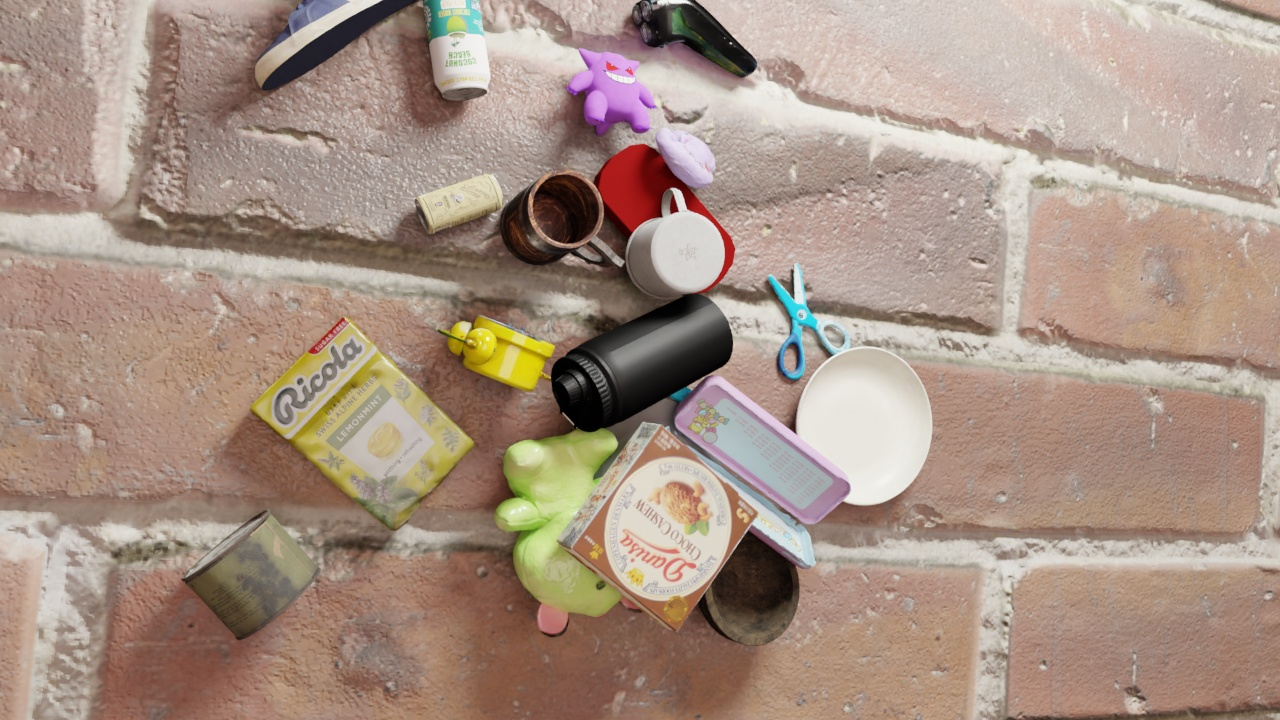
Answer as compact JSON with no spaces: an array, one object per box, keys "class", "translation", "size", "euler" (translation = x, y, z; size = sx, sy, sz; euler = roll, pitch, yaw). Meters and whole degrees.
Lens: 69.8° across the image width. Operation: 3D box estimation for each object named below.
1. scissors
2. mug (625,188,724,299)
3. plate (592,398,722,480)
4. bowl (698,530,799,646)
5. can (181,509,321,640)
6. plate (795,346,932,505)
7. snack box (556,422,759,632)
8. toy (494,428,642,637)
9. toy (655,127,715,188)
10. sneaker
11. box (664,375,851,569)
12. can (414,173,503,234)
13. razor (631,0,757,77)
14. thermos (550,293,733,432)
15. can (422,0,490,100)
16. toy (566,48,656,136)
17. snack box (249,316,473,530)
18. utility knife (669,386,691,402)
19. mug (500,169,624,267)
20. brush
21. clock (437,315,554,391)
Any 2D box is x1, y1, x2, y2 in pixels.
[{"class":"scissors","translation":[0.178,-0.041,1.053],"size":[0.118,0.013,0.140],"euler":[-44,106,-14]},{"class":"mug","translation":[0.035,-0.120,0.924],"size":[0.084,0.071,0.113],"euler":[2,90,-20]},{"class":"plate","translation":[0.010,0.128,0.986],"size":[0.178,0.012,0.178],"euler":[0,89,-20]},{"class":"bowl","translation":[0.107,0.245,0.995],"size":[0.121,0.056,0.121],"euler":[7,74,-26]},{"class":"can","translation":[-0.342,0.190,0.813],"size":[0.089,0.090,0.074],"euler":[-40,103,-17]},{"class":"plate","translation":[0.254,0.075,1.066],"size":[0.182,0.034,0.182],"euler":[0,89,-20]},{"class":"snack box","translation":[0.019,0.159,0.879],"size":[0.143,0.041,0.146],"euler":[43,74,-20]},{"class":"toy","translation":[-0.072,0.165,0.913],"size":[0.149,0.107,0.197],"euler":[-11,102,-33]},{"class":"toy","translation":[0.048,-0.219,0.968],"size":[0.080,0.099,0.037],"euler":[39,113,-16]},{"class":"sneaker","translation":[-0.288,-0.364,0.844],"size":[0.232,0.091,0.118],"euler":[-39,103,-15]},{"class":"box","translation":[0.126,0.119,0.969],"size":[0.214,0.091,0.090],"euler":[37,112,-15]},{"class":"can","translation":[-0.179,-0.156,0.908],"size":[0.079,0.038,0.038],"euler":[-23,97,-19]},{"class":"razor","translation":[0.060,-0.348,0.999],"size":[0.151,0.054,0.067],"euler":[27,90,-25]},{"class":"thermos","translation":[-0.005,0.005,0.915],"size":[0.198,0.086,0.086],"euler":[-27,98,-36]},{"class":"can","translation":[-0.180,-0.312,0.901],"size":[0.054,0.055,0.101],"euler":[-9,92,-20]},{"class":"toy","translation":[-0.031,-0.280,0.957],"size":[0.106,0.056,0.088],"euler":[2,84,-30]},{"class":"snack box","translation":[-0.258,0.064,0.870],"size":[0.181,0.045,0.121],"euler":[47,75,-13]},{"class":"utility knife","translation":[0.032,0.027,0.994],"size":[0.167,0.015,0.022],"euler":[29,79,-19]},{"class":"mug","translation":[-0.075,-0.129,0.909],"size":[0.116,0.107,0.080],"euler":[41,76,-15]},{"class":"brush","translation":[0.023,-0.147,0.980],"size":[0.173,0.042,0.082],"euler":[47,74,-13]},{"class":"clock","translation":[-0.140,-0.012,0.894],"size":[0.118,0.083,0.057],"euler":[24,87,-33]}]
